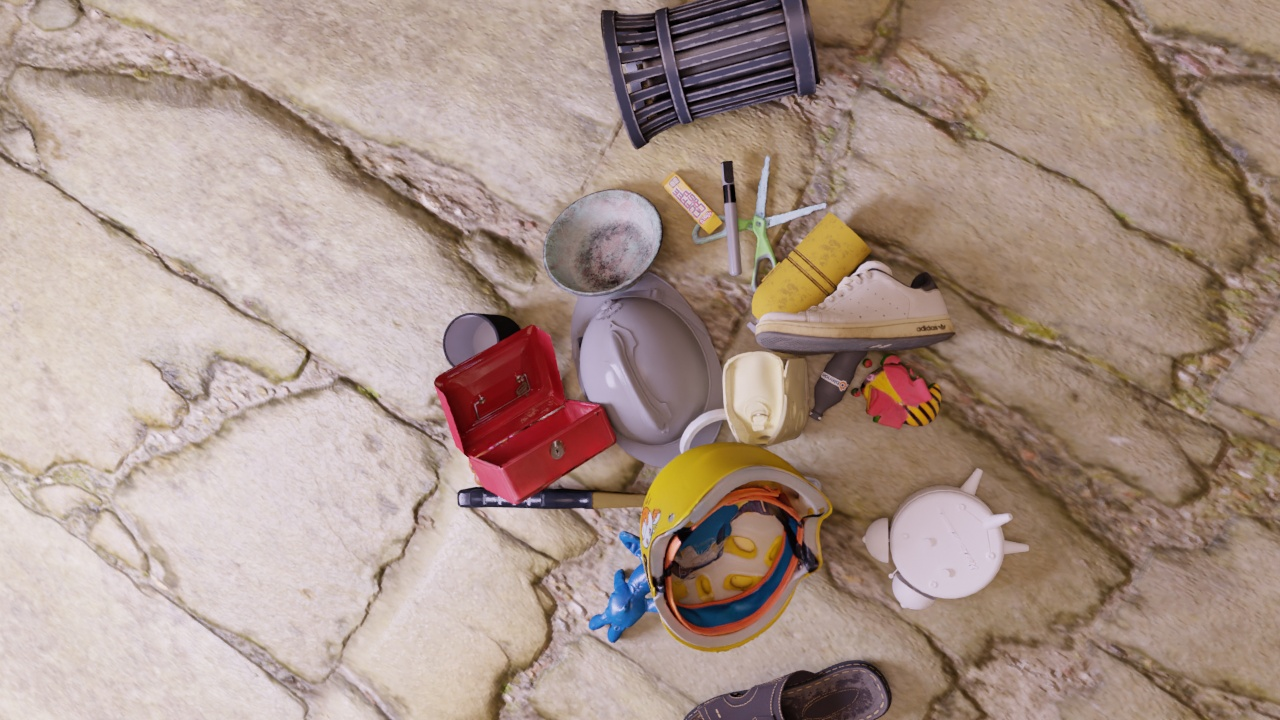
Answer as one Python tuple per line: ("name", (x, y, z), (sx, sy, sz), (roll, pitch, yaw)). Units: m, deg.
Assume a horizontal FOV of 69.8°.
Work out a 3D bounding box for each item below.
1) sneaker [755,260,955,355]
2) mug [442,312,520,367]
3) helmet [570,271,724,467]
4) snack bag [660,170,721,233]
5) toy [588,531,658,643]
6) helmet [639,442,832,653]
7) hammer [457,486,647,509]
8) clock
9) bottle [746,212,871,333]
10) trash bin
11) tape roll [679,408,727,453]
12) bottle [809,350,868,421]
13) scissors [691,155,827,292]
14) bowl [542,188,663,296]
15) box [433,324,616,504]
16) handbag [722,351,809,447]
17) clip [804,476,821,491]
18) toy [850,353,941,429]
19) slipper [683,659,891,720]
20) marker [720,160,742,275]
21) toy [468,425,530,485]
("sneaker", (0.245, -0.063, 1.047), (0.241, 0.089, 0.102), (-2, 81, -17))
("mug", (-0.198, -0.005, 1.195), (0.078, 0.088, 0.113), (-17, 87, 14))
("helmet", (-0.006, 0.007, 1.131), (0.183, 0.117, 0.271), (-27, 83, 13))
("snack bag", (0.063, -0.200, 1.152), (0.026, 0.020, 0.099), (-44, 69, 12))
("toy", (-0.009, 0.286, 1.166), (0.113, 0.071, 0.176), (37, 100, 0))
("helmet", (0.087, 0.191, 1.029), (0.209, 0.139, 0.240), (-2, 120, -21))
("hammer", (-0.081, 0.177, 1.167), (0.334, 0.117, 0.025), (-2, 87, 20))
("clock", (0.352, 0.212, 1.066), (0.161, 0.072, 0.125), (-31, 84, 13))
("bottle", (0.193, -0.094, 1.103), (0.071, 0.071, 0.164), (45, 101, 10))
("trash bin", (0.086, -0.358, 1.082), (0.228, 0.164, 0.164), (-12, 88, 11))
("tape roll", (0.094, 0.100, 1.130), (0.093, 0.013, 0.093), (-9, 126, -13))
("bottle", (0.236, 0.022, 1.110), (0.036, 0.036, 0.110), (29, 98, 12))
("scissors", (0.144, -0.169, 1.142), (0.174, 0.022, 0.171), (5, 90, 20))
("bowl", (-0.043, -0.140, 1.155), (0.158, 0.038, 0.157), (-8, 62, 15))
("box", (-0.133, 0.081, 1.119), (0.156, 0.154, 0.168), (-33, 49, -24))
("handbag", (0.153, 0.044, 1.090), (0.081, 0.119, 0.111), (-5, 89, 22))
("clip", (0.151, 0.205, 1.126), (0.125, 0.072, 0.142), (10, 85, 13))
("toy", (0.306, 0.041, 1.091), (0.103, 0.046, 0.084), (23, 77, 10))
("slipper", (0.173, 0.438, 1.115), (0.268, 0.075, 0.113), (-22, 85, 14))
("marker", (0.113, -0.175, 1.136), (0.016, 0.016, 0.140), (-5, 91, 14))
("toy", (-0.186, 0.117, 1.224), (0.090, 0.070, 0.102), (-3, 67, 27))
